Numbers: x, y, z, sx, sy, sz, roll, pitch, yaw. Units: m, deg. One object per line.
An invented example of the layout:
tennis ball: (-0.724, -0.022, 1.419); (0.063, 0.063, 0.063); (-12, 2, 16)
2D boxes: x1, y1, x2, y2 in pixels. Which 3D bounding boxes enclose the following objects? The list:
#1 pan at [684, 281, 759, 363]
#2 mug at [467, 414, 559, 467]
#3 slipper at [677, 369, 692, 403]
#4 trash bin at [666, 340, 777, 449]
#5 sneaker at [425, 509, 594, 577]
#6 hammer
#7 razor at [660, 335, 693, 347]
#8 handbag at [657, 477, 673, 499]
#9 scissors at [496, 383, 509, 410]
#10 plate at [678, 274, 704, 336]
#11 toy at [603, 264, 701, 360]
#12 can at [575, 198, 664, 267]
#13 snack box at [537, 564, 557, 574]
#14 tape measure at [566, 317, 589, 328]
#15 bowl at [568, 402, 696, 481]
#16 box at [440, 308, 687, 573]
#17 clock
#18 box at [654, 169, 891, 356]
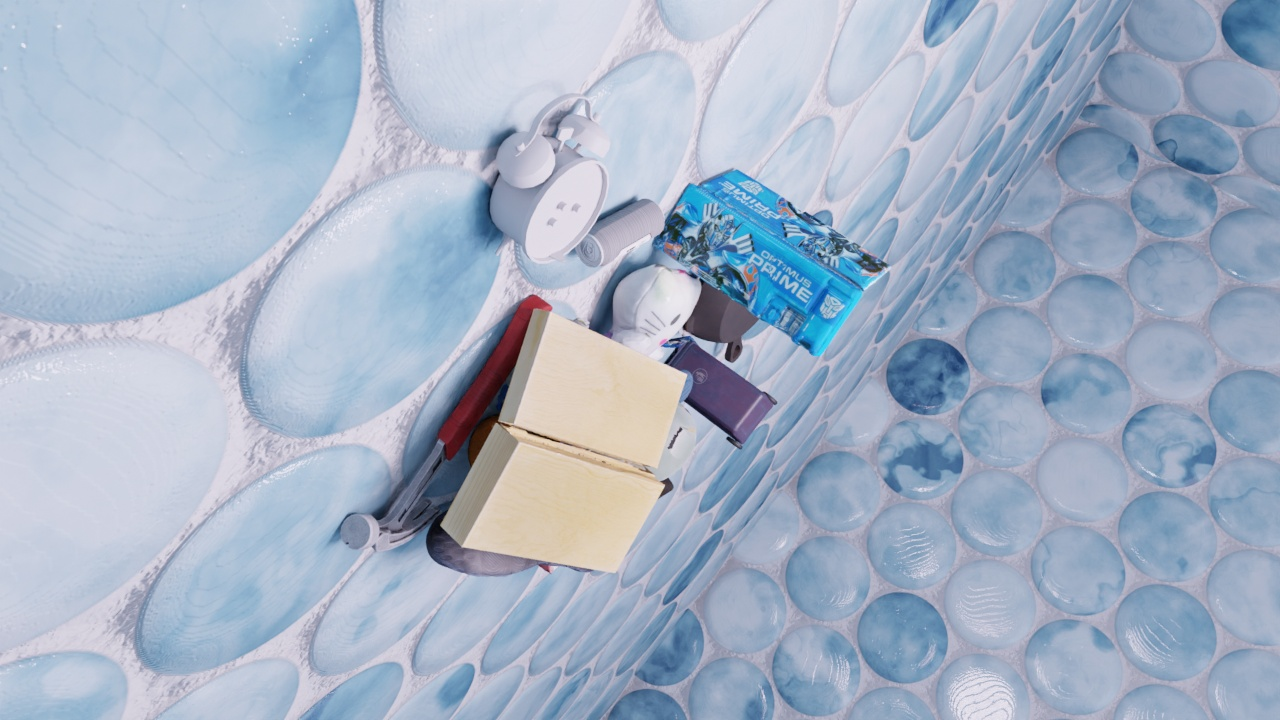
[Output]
pan: (0.164, -0.085, 1.410); (0.248, 0.043, 0.357); (-45, 158, -21)
mug: (-0.136, 0.114, 1.050); (0.085, 0.111, 0.081); (-48, 159, 6)
slipper: (-0.018, 0.074, 1.319); (0.213, 0.059, 0.104); (-34, 154, -9)
trash bin: (0.114, 0.047, 1.406); (0.093, 0.161, 0.092); (-52, 154, -3)
sneaker: (-0.174, 0.205, 1.123); (0.252, 0.151, 0.097); (12, 80, -45)
hammer: (-0.190, 0.067, 0.973); (0.316, 0.036, 0.126); (-55, 162, 5)
razor: (0.026, -0.028, 1.285); (0.140, 0.044, 0.018); (7, 76, -61)
handbag: (-0.059, 0.216, 1.316); (0.199, 0.102, 0.197); (-37, 166, 5)
scissors: (-0.143, 0.049, 1.078); (0.073, 0.016, 0.134); (-50, 165, -21)
plate: (0.104, -0.111, 1.332); (0.172, 0.019, 0.173); (-44, 158, -23)
toy: (-0.011, -0.031, 1.123); (0.209, 0.085, 0.137); (-53, 162, 6)
can: (-0.021, -0.137, 0.983); (0.106, 0.044, 0.044); (-35, 154, -39)
snack box: (-0.069, 0.227, 1.485); (0.272, 0.044, 0.077); (-42, 152, -29)
tape measure: (-0.091, -0.019, 1.064); (0.064, 0.017, 0.064); (-22, 144, -54)
bowl: (-0.015, 0.082, 1.200); (0.173, 0.174, 0.068); (-41, 143, -30)
box: (-0.067, 0.098, 1.007); (0.246, 0.076, 0.257); (24, 83, -50)
clock: (-0.076, -0.157, 0.804); (0.119, 0.061, 0.160); (-34, 154, -42)
box: (0.156, -0.134, 1.081); (0.166, 0.243, 0.075); (-48, 160, -15)
